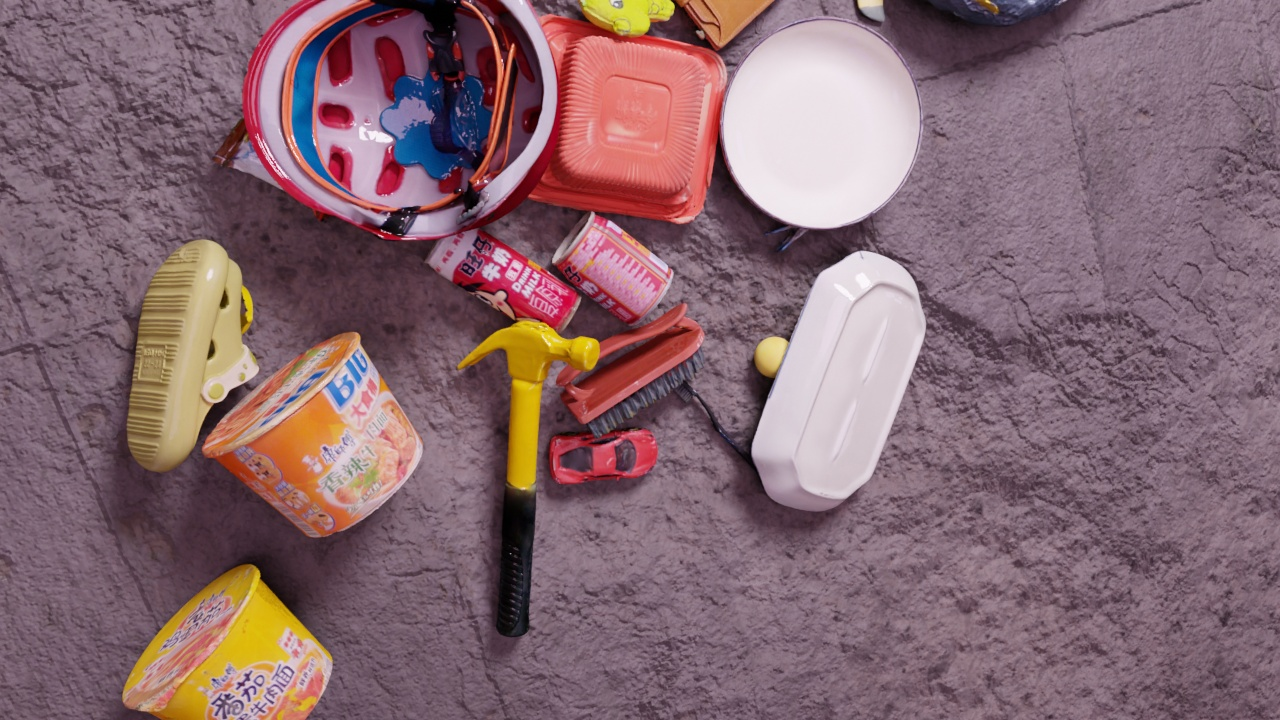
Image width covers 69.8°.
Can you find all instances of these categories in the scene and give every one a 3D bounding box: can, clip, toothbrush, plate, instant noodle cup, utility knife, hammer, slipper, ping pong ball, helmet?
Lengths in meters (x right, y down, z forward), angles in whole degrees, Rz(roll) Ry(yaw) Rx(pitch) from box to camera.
[{"bbox_3d":[-0.026,-0.084,0.829,0.094,0.066,0.066,37,88,-16],"label":"can"},{"bbox_3d":[0.152,-0.127,0.892,0.058,0.027,0.043,-33,97,-12],"label":"clip"},{"bbox_3d":[0.090,0.082,0.911,0.016,0.014,0.189,-43,106,-4],"label":"toothbrush"},{"bbox_3d":[0.206,0.027,0.899,0.162,0.034,0.266,19,93,-32],"label":"plate"},{"bbox_3d":[-0.337,0.259,0.770,0.138,0.138,0.110,-41,113,-6],"label":"instant noodle cup"},{"bbox_3d":[0.209,-0.418,0.867,0.031,0.020,0.190,-14,108,-17],"label":"utility knife"},{"bbox_3d":[0.166,-0.219,0.861,0.192,0.039,0.192,-1,99,-6],"label":"plate"},{"bbox_3d":[-0.121,-0.072,0.814,0.132,0.053,0.053,32,89,-16],"label":"can"},{"bbox_3d":[-0.012,-0.211,0.810,0.188,0.079,0.164,5,97,-16],"label":"instant noodle cup"},{"bbox_3d":[-0.109,0.111,0.832,0.129,0.032,0.301,11,106,22],"label":"hammer"},{"bbox_3d":[-0.364,-0.002,0.756,0.081,0.092,0.190,17,82,-55],"label":"slipper"},{"bbox_3d":[-0.260,0.065,0.756,0.151,0.151,0.111,-37,113,-7],"label":"instant noodle cup"},{"bbox_3d":[0.131,-0.003,0.894,0.040,0.040,0.040,-2,98,-14],"label":"ping pong ball"},{"bbox_3d":[-0.174,-0.199,0.740,0.240,0.143,0.207,0,95,9],"label":"helmet"}]

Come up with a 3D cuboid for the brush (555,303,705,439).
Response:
[{"bbox_3d":[-0.005,0.005,0.849,0.145,0.063,0.069,-31,117,-9],"label":"brush"}]

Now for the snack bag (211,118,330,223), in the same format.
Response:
[{"bbox_3d":[-0.299,-0.159,0.771,0.104,0.026,0.048,32,77,-17],"label":"snack bag"}]

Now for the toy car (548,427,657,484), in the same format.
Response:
[{"bbox_3d":[-0.034,0.090,0.872,0.106,0.031,0.049,-3,99,-16],"label":"toy car"}]

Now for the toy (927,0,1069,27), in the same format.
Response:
[{"bbox_3d":[0.322,-0.389,0.865,0.356,0.091,0.137,8,83,-17],"label":"toy"}]

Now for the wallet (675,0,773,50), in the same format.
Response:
[{"bbox_3d":[0.059,-0.357,0.828,0.118,0.035,0.130,-47,107,-18],"label":"wallet"}]

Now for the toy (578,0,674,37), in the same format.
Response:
[{"bbox_3d":[-0.016,-0.308,0.793,0.100,0.096,0.031,-13,143,-35],"label":"toy"}]
